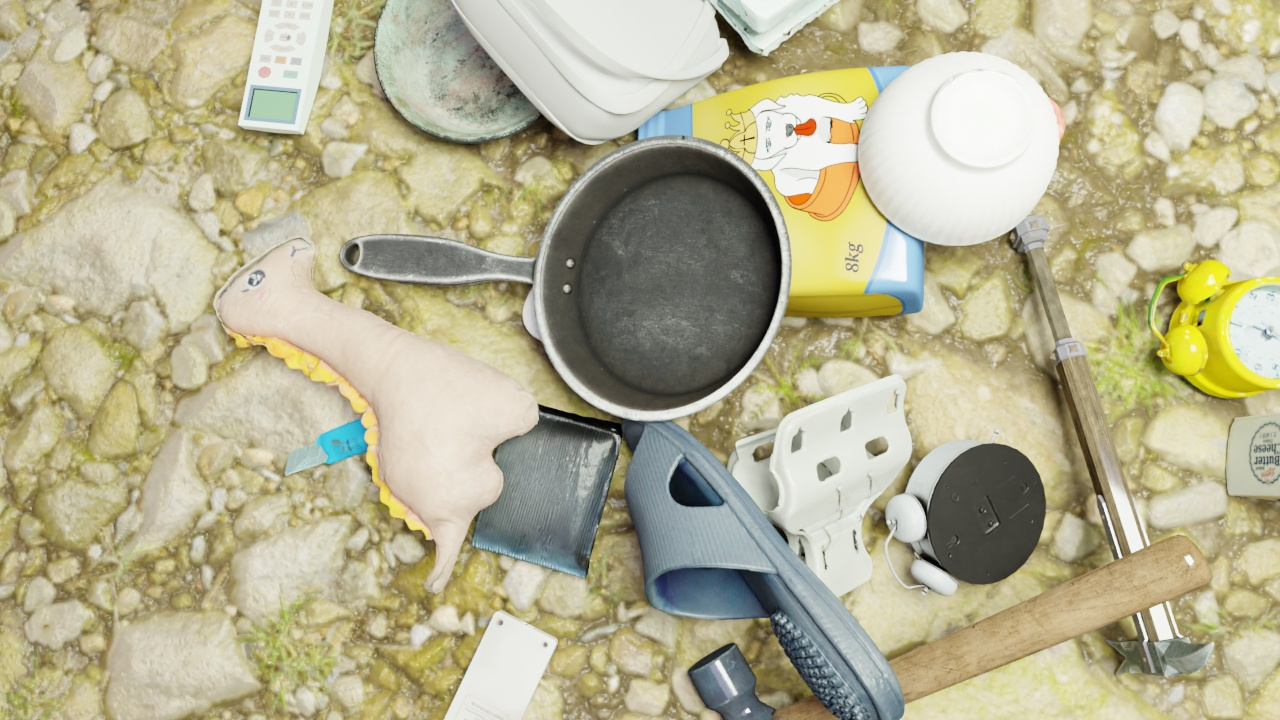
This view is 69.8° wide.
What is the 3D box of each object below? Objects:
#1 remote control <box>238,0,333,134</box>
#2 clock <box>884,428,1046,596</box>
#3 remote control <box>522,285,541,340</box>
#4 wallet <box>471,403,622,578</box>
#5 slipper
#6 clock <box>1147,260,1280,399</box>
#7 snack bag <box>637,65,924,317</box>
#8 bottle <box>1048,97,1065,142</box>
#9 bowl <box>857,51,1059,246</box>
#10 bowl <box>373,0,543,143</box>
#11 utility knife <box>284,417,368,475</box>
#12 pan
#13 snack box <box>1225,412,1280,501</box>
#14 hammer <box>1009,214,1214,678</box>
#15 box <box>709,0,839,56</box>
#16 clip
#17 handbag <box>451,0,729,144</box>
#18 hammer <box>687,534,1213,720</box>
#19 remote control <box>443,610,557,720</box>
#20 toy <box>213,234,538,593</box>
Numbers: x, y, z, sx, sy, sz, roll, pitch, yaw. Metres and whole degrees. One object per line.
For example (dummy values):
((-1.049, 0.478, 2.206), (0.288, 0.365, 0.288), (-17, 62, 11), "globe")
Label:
((-0.277, -0.247, 0.727), (0.049, 0.024, 0.143), (7, 82, 5), "remote control")
((0.215, 0.106, 0.618), (0.122, 0.035, 0.094), (-32, 103, -14), "clock")
((-0.047, -0.077, 0.693), (0.043, 0.013, 0.136), (25, 86, 7), "remote control")
((-0.067, 0.092, 0.668), (0.089, 0.026, 0.115), (13, 84, 5), "wallet")
((0.046, 0.133, 0.572), (0.082, 0.101, 0.263), (-32, 53, -16), "slipper")
((0.401, -0.020, 0.626), (0.119, 0.057, 0.083), (19, 85, 0), "clock")
((0.093, -0.111, 0.650), (0.205, 0.102, 0.159), (0, 83, 19), "snack bag")
((0.248, -0.144, 0.628), (0.044, 0.109, 0.044), (0, 85, 1), "bottle")
((0.193, -0.132, 0.542), (0.118, 0.062, 0.118), (0, 84, 3), "bowl")
((-0.123, -0.237, 0.706), (0.157, 0.038, 0.157), (-1, 83, 5), "bowl")
((-0.186, 0.050, 0.689), (0.179, 0.015, 0.031), (-21, 77, 3), "utility knife")
((-0.064, -0.062, 0.644), (0.357, 0.055, 0.187), (6, 88, 28), "pan")
((0.509, 0.073, 0.582), (0.208, 0.104, 0.057), (7, 83, 6), "snack box")
((0.300, 0.045, 0.607), (0.028, 0.147, 0.316), (-12, 72, 7), "hammer")
((0.138, -0.309, 0.671), (0.198, 0.066, 0.083), (-39, 98, -12), "box")
((0.117, 0.083, 0.622), (0.126, 0.097, 0.152), (-15, 123, -33), "clip")
((-0.022, -0.284, 0.652), (0.216, 0.096, 0.222), (47, 59, -11), "handbag")
((0.185, 0.189, 0.565), (0.323, 0.040, 0.129), (-35, 80, 26), "hammer")
((-0.110, 0.252, 0.659), (0.050, 0.011, 0.135), (25, 86, 7), "remote control")
((-0.207, 0.026, 0.654), (0.264, 0.065, 0.195), (22, 75, 10), "toy")
